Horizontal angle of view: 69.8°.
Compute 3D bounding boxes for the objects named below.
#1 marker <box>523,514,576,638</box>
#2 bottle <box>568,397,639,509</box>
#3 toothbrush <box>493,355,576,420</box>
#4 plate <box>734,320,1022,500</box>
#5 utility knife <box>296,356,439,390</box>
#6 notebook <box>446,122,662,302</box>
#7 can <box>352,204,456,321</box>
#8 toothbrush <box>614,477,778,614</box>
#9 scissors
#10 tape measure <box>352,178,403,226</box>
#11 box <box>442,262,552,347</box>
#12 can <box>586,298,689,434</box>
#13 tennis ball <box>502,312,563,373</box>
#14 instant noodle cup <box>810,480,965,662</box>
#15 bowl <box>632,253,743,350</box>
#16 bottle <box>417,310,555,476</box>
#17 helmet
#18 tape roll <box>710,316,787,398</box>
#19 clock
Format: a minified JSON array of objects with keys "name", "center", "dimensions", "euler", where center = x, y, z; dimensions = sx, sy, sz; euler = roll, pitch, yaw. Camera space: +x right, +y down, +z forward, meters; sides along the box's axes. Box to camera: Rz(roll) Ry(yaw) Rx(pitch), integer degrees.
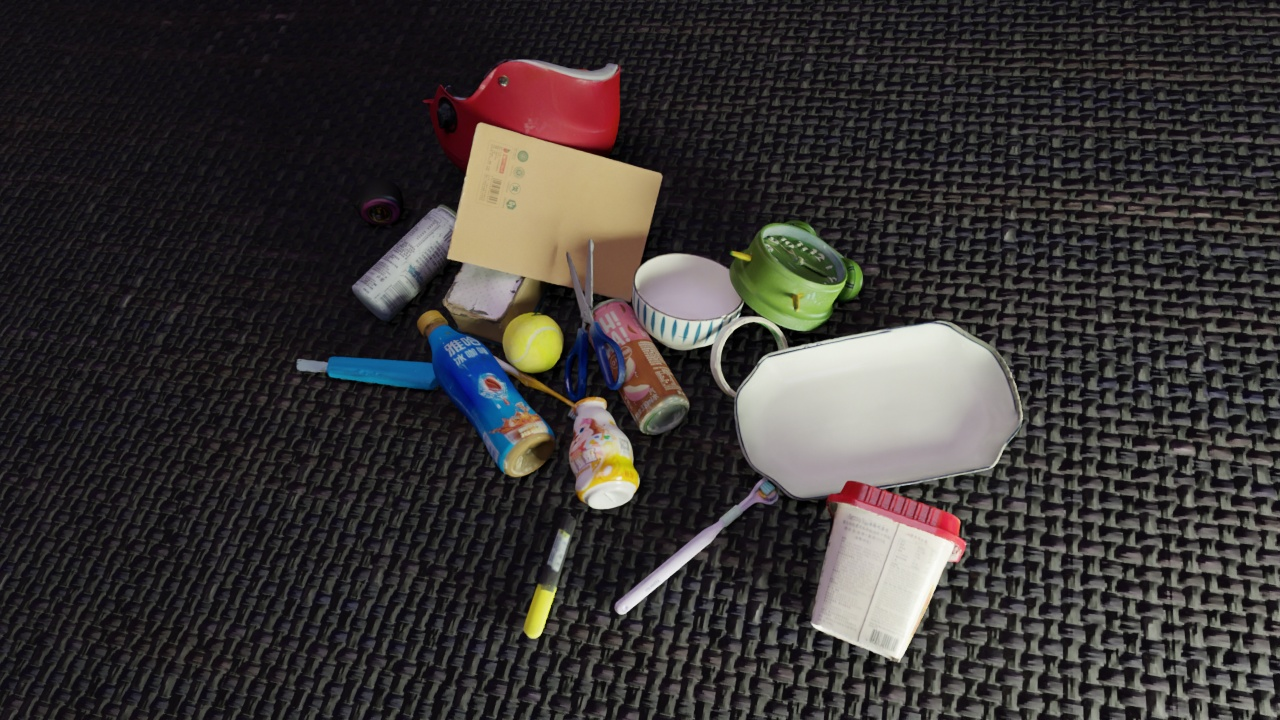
[{"name":"marker","center":[-0.085,0.204,0.877],"dimensions":[0.018,0.015,0.123],"euler":[9,59,15]},{"name":"bottle","center":[-0.040,0.090,0.907],"dimensions":[0.063,0.063,0.108],"euler":[-16,58,1]},{"name":"toothbrush","center":[-0.126,0.023,0.991],"dimensions":[0.191,0.016,0.018],"euler":[28,77,24]},{"name":"plate","center":[0.225,0.052,0.888],"dimensions":[0.266,0.034,0.161],"euler":[-12,62,4]},{"name":"utility knife","center":[-0.307,0.011,1.032],"dimensions":[0.188,0.018,0.034],"euler":[5,49,15]},{"name":"notebook","center":[-0.091,-0.157,0.993],"dimensions":[0.207,0.008,0.148],"euler":[12,97,-15]},{"name":"can","center":[-0.266,-0.115,1.075],"dimensions":[0.058,0.058,0.146],"euler":[32,70,26]},{"name":"toothbrush","center":[0.052,0.177,0.863],"dimensions":[0.189,0.029,0.021],"euler":[-37,20,-10]},{"name":"scissors","center":[-0.057,-0.033,0.958],"dimensions":[0.012,0.161,0.163],"euler":[1,39,-39]},{"name":"tape measure","center":[-0.323,-0.197,1.137],"dimensions":[0.058,0.057,0.039],"euler":[-16,56,11]},{"name":"box","center":[-0.150,-0.098,1.043],"dimensions":[0.090,0.061,0.184],"euler":[18,67,21]},{"name":"can","center":[-0.006,0.006,0.952],"dimensions":[0.058,0.058,0.147],"euler":[-27,58,-6]},{"name":"tennis ball","center":[-0.115,-0.019,0.983],"dimensions":[0.065,0.065,0.065],"euler":[-5,59,8]},{"name":"instant noodle cup","center":[0.202,0.182,0.781],"dimensions":[0.117,0.116,0.124],"euler":[18,76,20]},{"name":"bowl","center":[0.047,-0.054,0.963],"dimensions":[0.116,0.066,0.116],"euler":[5,41,-4]},{"name":"bottle","center":[-0.171,0.026,0.967],"dimensions":[0.065,0.065,0.218],"euler":[-36,60,-11]},{"name":"helmet","center":[-0.137,-0.263,1.079],"dimensions":[0.241,0.144,0.206],"euler":[0,13,39]},{"name":"tape roll","center":[0.111,-0.002,0.925],"dimensions":[0.085,0.086,0.014],"euler":[-43,20,-14]},{"name":"clock","center":[0.166,-0.094,0.957],"dimensions":[0.116,0.056,0.160],"euler":[45,40,19]}]
